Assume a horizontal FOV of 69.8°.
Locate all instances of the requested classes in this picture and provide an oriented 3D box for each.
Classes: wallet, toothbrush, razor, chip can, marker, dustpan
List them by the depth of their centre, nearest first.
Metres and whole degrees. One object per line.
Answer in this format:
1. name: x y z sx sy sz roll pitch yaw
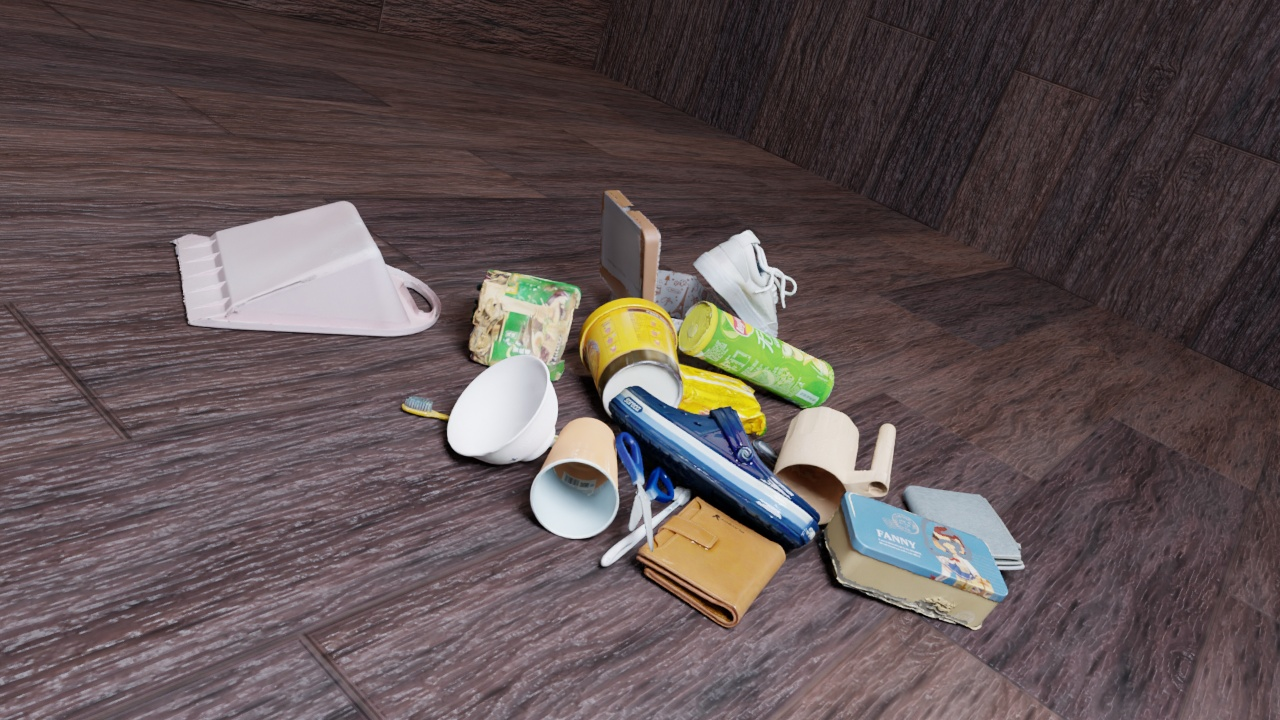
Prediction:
1. wallet: 0.066 0.180 0.838 0.108 0.031 0.131 30 24 18
2. toothbrush: 0.006 0.153 0.865 0.016 0.016 0.179 21 21 22
3. toothbrush: -0.146 0.065 0.933 0.191 0.018 0.016 15 26 -12
4. marker: 0.227 0.177 0.983 0.130 0.018 0.022 -12 72 -50
5. wallet: 0.364 0.193 1.038 0.106 0.037 0.129 7 23 -3
6. razor: 0.183 0.133 1.042 0.143 0.022 0.042 34 44 28
7. dustpan: -0.383 -0.079 1.078 0.273 0.139 0.222 -20 38 -14
8. chip can: 0.155 -0.003 1.198 0.221 0.073 0.072 25 19 -27

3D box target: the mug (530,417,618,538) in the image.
1. mug: -0.055 0.103 0.859 0.078 0.078 0.122 18 18 -3

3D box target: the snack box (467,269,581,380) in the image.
1. snack box: -0.144 -0.054 1.095 0.117 0.118 0.105 12 15 -18

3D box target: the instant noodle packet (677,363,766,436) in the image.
1. instant noodle packet: 0.089 0.046 1.132 0.128 0.044 0.110 17 21 -13

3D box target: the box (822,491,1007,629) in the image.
1. box: 0.262 0.195 0.903 0.184 0.059 0.089 21 28 -13

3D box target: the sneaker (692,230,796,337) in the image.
1. sneaker: 0.151 -0.101 1.235 0.089 0.091 0.242 52 6 29

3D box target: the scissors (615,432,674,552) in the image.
1. scissors: 0.009 0.128 0.844 0.141 0.012 0.170 39 19 -44

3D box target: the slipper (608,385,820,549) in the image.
1. slipper: 0.078 0.090 0.927 0.253 0.095 0.105 34 -16 22

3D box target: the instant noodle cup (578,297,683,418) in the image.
1. instant noodle cup: -0.006 0.006 1.061 0.118 0.119 0.114 11 32 -20

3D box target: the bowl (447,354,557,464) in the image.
1. bowl: -0.121 0.060 0.890 0.065 0.118 0.118 50 2 -38

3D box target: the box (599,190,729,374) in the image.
1. box: 0.043 -0.106 1.255 0.156 0.227 0.180 -7 31 -19

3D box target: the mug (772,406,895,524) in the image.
1. mug: 0.206 0.107 0.977 0.125 0.084 0.103 -10 29 27
